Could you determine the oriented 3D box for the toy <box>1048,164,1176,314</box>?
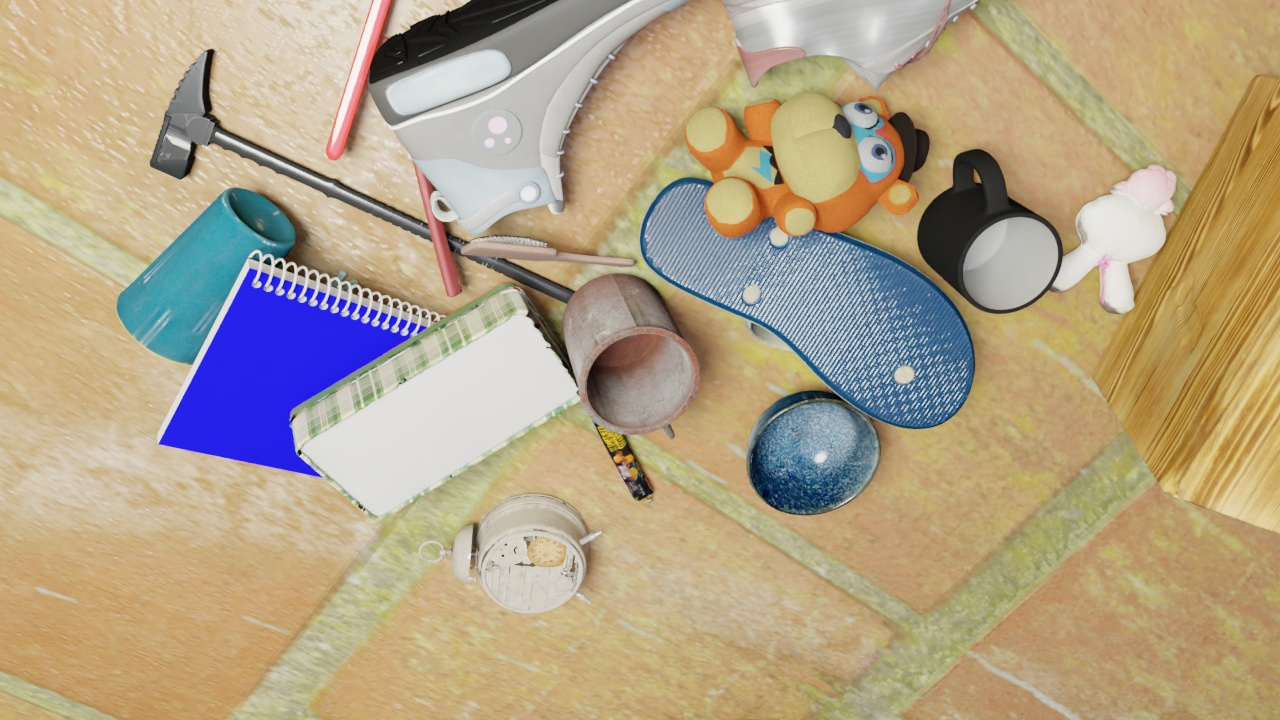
[{"bbox_3d":[0.386,-0.100,0.742,0.079,0.038,0.123,24,112,-2],"label":"toy"}]

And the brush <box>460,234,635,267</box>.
[{"bbox_3d":[-0.066,-0.084,0.701,0.135,0.050,0.015,2,89,-25],"label":"brush"}]

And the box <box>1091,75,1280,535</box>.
[{"bbox_3d":[0.570,-0.022,0.676,0.336,0.285,0.280,18,114,5],"label":"box"}]

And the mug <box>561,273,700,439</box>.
[{"bbox_3d":[-0.004,0.004,0.715,0.096,0.110,0.123,-22,122,5],"label":"mug"}]

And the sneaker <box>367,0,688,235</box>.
[{"bbox_3d":[-0.045,-0.190,0.641,0.256,0.093,0.160,-24,130,0],"label":"sneaker"}]

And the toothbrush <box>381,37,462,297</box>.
[{"bbox_3d":[-0.157,-0.139,0.674,0.016,0.016,0.190,-15,110,-12],"label":"toothbrush"}]

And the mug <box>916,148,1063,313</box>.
[{"bbox_3d":[0.262,-0.104,0.699,0.078,0.088,0.114,-15,116,2],"label":"mug"}]

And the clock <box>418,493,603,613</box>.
[{"bbox_3d":[-0.117,0.177,0.816,0.157,0.061,0.103,5,115,-10],"label":"clock"}]

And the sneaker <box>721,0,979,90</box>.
[{"bbox_3d":[0.175,-0.236,0.626,0.236,0.099,0.089,-8,115,7],"label":"sneaker"}]

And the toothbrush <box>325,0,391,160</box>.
[{"bbox_3d":[-0.180,-0.239,0.631,0.012,0.018,0.213,18,106,-18],"label":"toothbrush"}]

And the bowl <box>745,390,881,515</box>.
[{"bbox_3d":[0.142,0.069,0.788,0.114,0.060,0.114,-2,118,-5],"label":"bowl"}]

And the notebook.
[{"bbox_3d":[-0.231,0.020,0.712,0.209,0.022,0.172,20,114,-38],"label":"notebook"}]

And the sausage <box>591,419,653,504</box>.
[{"bbox_3d":[-0.024,0.066,0.794,0.020,0.020,0.155,-22,115,6],"label":"sausage"}]

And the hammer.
[{"bbox_3d":[-0.191,-0.118,0.694,0.324,0.015,0.095,24,110,-16],"label":"hammer"}]

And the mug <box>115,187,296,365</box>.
[{"bbox_3d":[-0.311,-0.064,0.669,0.121,0.078,0.078,-41,112,17],"label":"mug"}]

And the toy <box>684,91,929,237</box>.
[{"bbox_3d":[0.122,-0.141,0.662,0.175,0.112,0.096,-7,158,-19],"label":"toy"}]

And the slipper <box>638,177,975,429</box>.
[{"bbox_3d":[0.136,-0.052,0.733,0.295,0.060,0.118,29,105,-3],"label":"slipper"}]

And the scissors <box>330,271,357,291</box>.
[{"bbox_3d":[-0.282,-0.030,0.732,0.076,0.015,0.141,37,101,-18],"label":"scissors"}]

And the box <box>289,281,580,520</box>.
[{"bbox_3d":[-0.155,0.033,0.715,0.205,0.051,0.118,-33,132,0],"label":"box"}]
